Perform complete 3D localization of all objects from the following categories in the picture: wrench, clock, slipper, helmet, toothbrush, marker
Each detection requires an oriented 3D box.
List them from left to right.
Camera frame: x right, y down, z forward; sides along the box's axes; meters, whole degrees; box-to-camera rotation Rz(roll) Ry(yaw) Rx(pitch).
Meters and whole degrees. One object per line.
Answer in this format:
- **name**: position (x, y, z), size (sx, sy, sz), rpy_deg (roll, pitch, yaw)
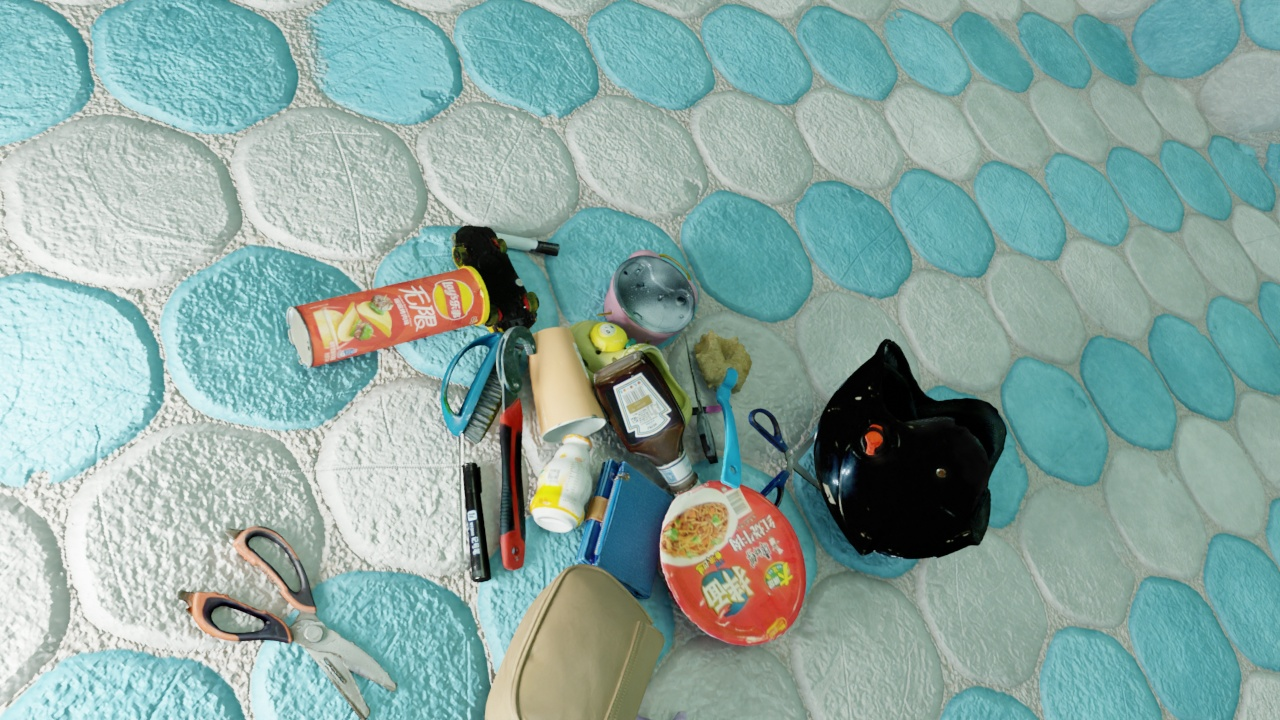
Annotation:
- **marker**: position (-0.178, 0.174, 0.992), size (0.022, 0.020, 0.132), rpy_deg (25, 47, -51)
- **marker**: position (-0.166, -0.152, 1.183), size (0.130, 0.018, 0.022), rpy_deg (6, 28, -26)
- **wrench**: position (-0.140, 0.092, 1.016), size (0.056, 0.016, 0.273), rpy_deg (18, 67, -52)
- **slipper**: position (-0.007, 0.007, 1.131), size (0.190, 0.082, 0.091), rpy_deg (40, 43, 6)
- **clock**: position (0.017, -0.086, 1.219), size (0.117, 0.060, 0.158), rpy_deg (37, 54, -3)
- **toothbrush**: position (0.043, 0.067, 1.172), size (0.188, 0.018, 0.014), rpy_deg (-5, 60, -32)
- **helmet**: position (0.330, 0.120, 1.157), size (0.274, 0.231, 0.233), rpy_deg (62, 25, 9)

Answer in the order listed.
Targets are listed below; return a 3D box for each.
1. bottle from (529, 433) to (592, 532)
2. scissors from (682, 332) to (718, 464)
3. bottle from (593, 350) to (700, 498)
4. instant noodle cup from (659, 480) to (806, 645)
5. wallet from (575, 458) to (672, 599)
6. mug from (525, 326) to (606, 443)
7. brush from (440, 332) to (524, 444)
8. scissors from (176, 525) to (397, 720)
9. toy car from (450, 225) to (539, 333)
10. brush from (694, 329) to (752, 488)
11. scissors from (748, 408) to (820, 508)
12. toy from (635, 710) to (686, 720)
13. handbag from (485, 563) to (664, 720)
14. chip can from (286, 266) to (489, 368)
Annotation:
- **bottle**: position (-0.084, 0.137, 1.034), size (0.063, 0.063, 0.108), rpy_deg (25, 55, -13)
- **scissors**: position (0.072, 0.044, 1.159), size (0.136, 0.014, 0.174), rpy_deg (-71, 146, -74)
- **bottle**: position (0.018, 0.085, 1.085), size (0.080, 0.044, 0.195), rpy_deg (-27, 108, 4)
- **instant noodle cup**: position (0.097, 0.240, 1.071), size (0.193, 0.066, 0.193), rpy_deg (12, 59, -22)
- **wallet**: position (-0.016, 0.192, 1.047), size (0.106, 0.040, 0.132), rpy_deg (38, 49, -29)
- **mug**: position (-0.093, 0.027, 1.079), size (0.078, 0.078, 0.122), rpy_deg (-5, 69, -30)
- **brush**: position (-0.187, 0.024, 1.049), size (0.073, 0.055, 0.143), rpy_deg (27, 54, -13)
- **scissors**: position (-0.332, 0.252, 0.869), size (0.215, 0.015, 0.195), rpy_deg (5, 61, -27)
- **toy car**: position (-0.181, -0.098, 1.130), size (0.071, 0.041, 0.156), rpy_deg (-20, 75, -35)
- **brush**: position (0.110, 0.057, 1.167), size (0.083, 0.046, 0.254), rpy_deg (26, 39, -22)
- **scissors**: position (0.187, 0.127, 1.185), size (0.172, 0.012, 0.162), rpy_deg (-40, 107, -36)
- **toy**: position (0.000, 0.392, 0.950), size (0.108, 0.039, 0.083), rpy_deg (18, 44, -11)
- **handbag**: position (-0.065, 0.314, 0.919), size (0.148, 0.100, 0.203), rpy_deg (35, 42, -7)
- **chip can**: position (-0.280, -0.052, 1.032), size (0.216, 0.073, 0.073), rpy_deg (-17, 72, -34)
